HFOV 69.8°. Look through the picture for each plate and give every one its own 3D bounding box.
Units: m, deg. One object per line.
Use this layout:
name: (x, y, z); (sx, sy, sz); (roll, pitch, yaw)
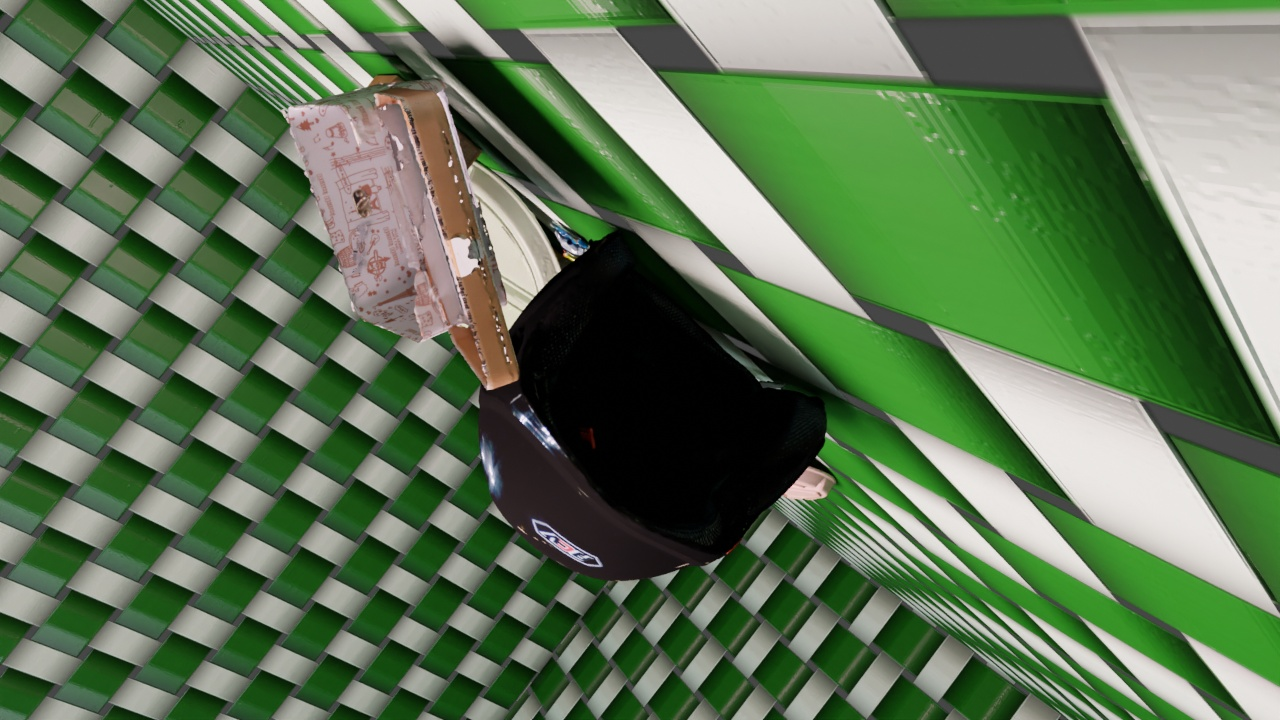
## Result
plate: (-0.168, -0.101, 0.921); (0.230, 0.027, 0.231); (28, 140, 26)
plate: (0.130, 0.141, 1.160); (0.229, 0.028, 0.230); (13, 168, 3)

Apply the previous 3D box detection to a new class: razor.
razor: (-0.046, -0.086, 0.882); (0.043, 0.022, 0.142); (38, 177, 30)

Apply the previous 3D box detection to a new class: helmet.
helmet: (-0.013, 0.054, 0.700); (0.233, 0.231, 0.273); (38, -145, -8)

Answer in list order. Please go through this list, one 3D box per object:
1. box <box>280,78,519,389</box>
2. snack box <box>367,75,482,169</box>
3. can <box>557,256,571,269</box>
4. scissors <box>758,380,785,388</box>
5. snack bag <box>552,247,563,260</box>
box: (-0.145, -0.097, 0.629); (0.262, 0.088, 0.178); (18, 128, 52)
snack box: (-0.205, -0.183, 0.786); (0.092, 0.077, 0.094); (40, 176, -30)
can: (-0.045, -0.054, 0.998); (0.134, 0.053, 0.053); (40, 176, -24)
scissors: (0.084, 0.019, 0.837); (0.159, 0.014, 0.177); (50, 162, -12)
snack bag: (-0.141, -0.114, 1.064); (0.246, 0.068, 0.158); (40, 176, -26)
